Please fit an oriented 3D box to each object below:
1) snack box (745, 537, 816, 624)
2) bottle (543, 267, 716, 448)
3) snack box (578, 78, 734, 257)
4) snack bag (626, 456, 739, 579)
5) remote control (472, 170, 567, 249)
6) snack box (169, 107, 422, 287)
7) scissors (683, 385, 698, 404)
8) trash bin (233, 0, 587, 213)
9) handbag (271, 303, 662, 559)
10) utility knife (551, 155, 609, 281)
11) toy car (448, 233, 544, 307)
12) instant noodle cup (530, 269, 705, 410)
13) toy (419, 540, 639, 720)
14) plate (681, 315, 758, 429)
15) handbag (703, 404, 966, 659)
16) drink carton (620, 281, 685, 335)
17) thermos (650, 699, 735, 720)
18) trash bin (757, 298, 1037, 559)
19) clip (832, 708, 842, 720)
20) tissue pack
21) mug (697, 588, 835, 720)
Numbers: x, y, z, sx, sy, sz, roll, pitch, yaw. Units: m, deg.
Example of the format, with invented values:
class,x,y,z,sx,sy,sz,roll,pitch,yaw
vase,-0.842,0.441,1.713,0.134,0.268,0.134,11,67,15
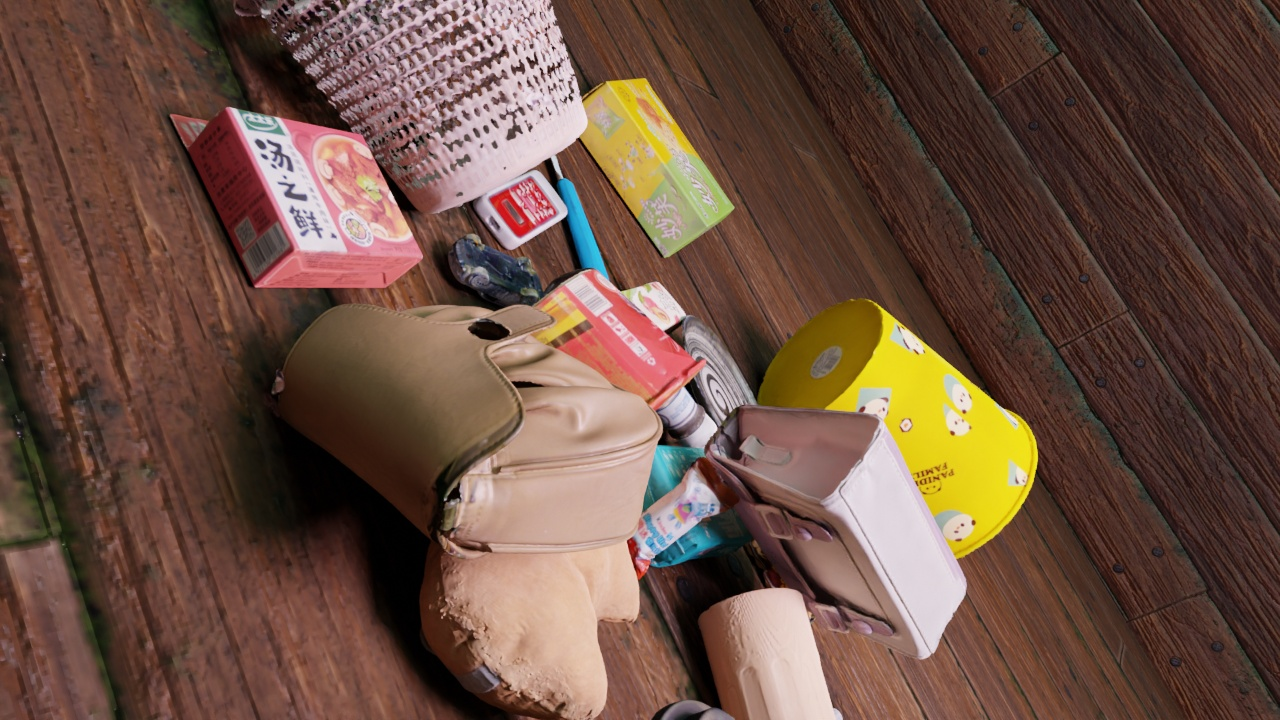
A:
class,x,y,z,sx,sy,sz,roll,pitch,yaw
snack box,0.180,0.178,0.881,0.118,0.106,0.117,62,25,8
bottle,-0.005,0.005,0.790,0.195,0.080,0.043,47,60,-23
snack box,0.017,-0.242,1.129,0.210,0.070,0.157,54,25,-4
snack bag,0.021,0.118,0.680,0.045,0.105,0.026,53,5,20
remote control,-0.107,-0.141,0.845,0.056,0.020,0.135,52,25,-7
snack box,-0.215,-0.110,0.586,0.127,0.044,0.113,61,25,9
scissors,0.069,0.064,0.924,0.226,0.015,0.188,24,40,-49
trash bin,-0.145,-0.226,0.681,0.192,0.228,0.226,62,23,-19
handbag,-0.091,0.025,0.495,0.205,0.100,0.147,26,24,37
utility knife,-0.065,-0.143,0.926,0.034,0.018,0.187,38,28,-57
toy car,-0.115,-0.066,0.727,0.090,0.034,0.043,22,44,-48
instant noodle cup,-0.037,0.006,0.672,0.108,0.138,0.137,49,25,4
toy,-0.058,0.118,0.567,0.143,0.083,0.225,53,21,-8
plate,0.082,0.039,0.915,0.179,0.024,0.179,51,21,-28
handbag,0.149,0.132,0.719,0.098,0.145,0.197,-47,122,-23
drink carton,-0.004,-0.039,0.879,0.053,0.046,0.122,53,24,5
thermos,-0.005,0.228,0.444,0.093,0.143,0.092,41,30,-30
trash bin,0.291,0.075,1.083,0.255,0.230,0.229,40,29,-20
clip,0.148,0.315,0.770,0.024,0.026,0.056,56,37,5
tissue pack,0.037,0.119,0.760,0.133,0.050,0.093,11,49,-58
mug,0.100,0.246,0.705,0.125,0.084,0.103,67,8,-56
